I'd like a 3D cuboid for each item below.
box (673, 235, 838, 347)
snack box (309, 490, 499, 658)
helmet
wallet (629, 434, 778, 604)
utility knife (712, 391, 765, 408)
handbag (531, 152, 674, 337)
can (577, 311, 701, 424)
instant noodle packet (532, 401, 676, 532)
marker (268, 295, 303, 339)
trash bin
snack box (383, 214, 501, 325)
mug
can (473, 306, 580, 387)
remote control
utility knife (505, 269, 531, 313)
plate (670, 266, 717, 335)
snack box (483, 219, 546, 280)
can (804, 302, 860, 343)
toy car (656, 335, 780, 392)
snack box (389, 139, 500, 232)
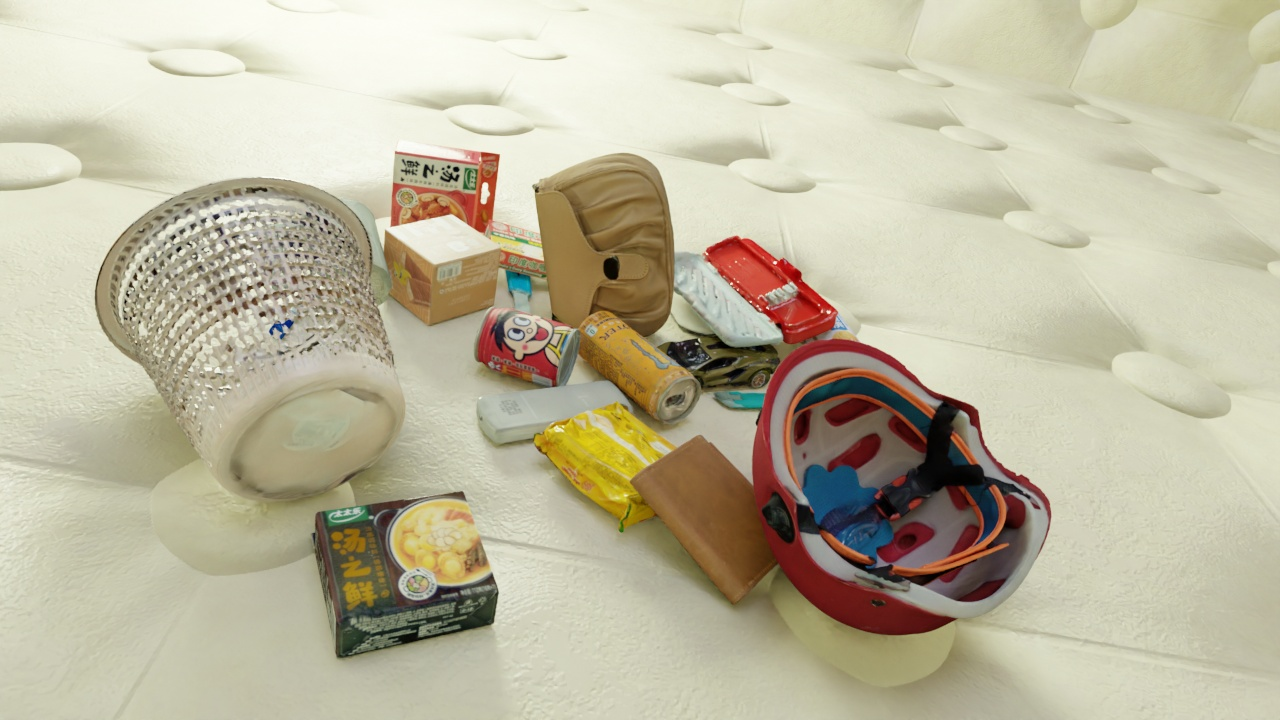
[{"bbox_3d":[0.117,-0.082,1.081,0.160,0.050,0.201,-14,40,-24],"label":"box"},{"bbox_3d":[-0.179,0.149,0.682,0.113,0.053,0.125,-6,41,-26],"label":"snack box"},{"bbox_3d":[0.181,0.113,0.743,0.206,0.144,0.240,-24,66,-30],"label":"helmet"},{"bbox_3d":[0.070,0.126,0.780,0.130,0.035,0.118,48,38,14],"label":"wallet"},{"bbox_3d":[0.165,0.042,0.994,0.178,0.013,0.029,1,35,-17],"label":"utility knife"},{"bbox_3d":[-0.036,-0.118,1.006,0.148,0.205,0.099,-5,31,3],"label":"handbag"},{"bbox_3d":[-0.006,0.006,0.947,0.058,0.058,0.146,-16,40,-37],"label":"can"},{"bbox_3d":[-0.017,0.093,0.824,0.110,0.044,0.128,-19,46,-42],"label":"instant noodle packet"},{"bbox_3d":[-0.360,-0.066,0.981,0.017,0.017,0.145,11,32,-2],"label":"marker"},{"bbox_3d":[-0.295,-0.003,0.745,0.227,0.228,0.192,-13,52,-34],"label":"trash bin"},{"bbox_3d":[-0.224,-0.103,1.029,0.094,0.077,0.092,35,38,30],"label":"snack box"},{"bbox_3d":[-0.336,-0.109,0.982,0.123,0.084,0.103,-9,51,-24],"label":"mug"},{"bbox_3d":[-0.115,-0.014,0.936,0.094,0.067,0.066,16,32,7],"label":"can"},{"bbox_3d":[-0.083,0.049,0.890,0.149,0.021,0.058,-7,35,-28],"label":"remote control"},{"bbox_3d":[-0.147,-0.100,1.108,0.034,0.018,0.207,4,34,-15],"label":"utility knife"},{"bbox_3d":[0.102,-0.090,1.160,0.163,0.034,0.164,-4,35,-23],"label":"plate"},{"bbox_3d":[-0.113,-0.125,1.125,0.155,0.027,0.077,13,30,-20],"label":"snack box"},{"bbox_3d":[0.227,-0.017,1.070,0.053,0.053,0.134,2,33,-16],"label":"can"},{"bbox_3d":[0.079,0.001,1.006,0.158,0.042,0.070,-8,37,-25],"label":"toy car"},{"bbox_3d":[-0.245,-0.208,1.151,0.127,0.113,0.044,5,31,-11],"label":"snack box"}]
